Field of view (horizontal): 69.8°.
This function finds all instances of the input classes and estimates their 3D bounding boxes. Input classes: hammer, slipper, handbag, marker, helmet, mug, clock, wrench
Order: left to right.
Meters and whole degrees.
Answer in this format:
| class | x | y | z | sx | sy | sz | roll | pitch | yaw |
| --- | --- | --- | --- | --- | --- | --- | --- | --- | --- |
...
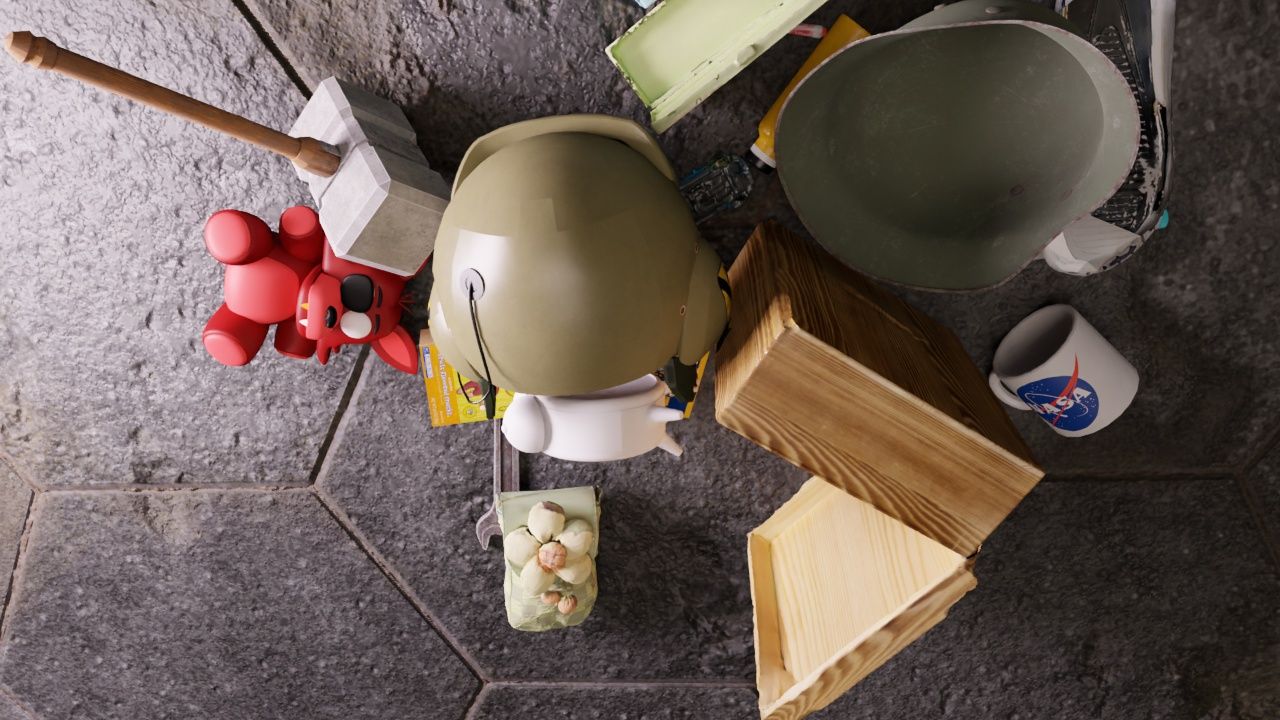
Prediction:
| class | x | y | z | sx | sy | sz | roll | pitch | yaw |
| --- | --- | --- | --- | --- | --- | --- | --- | --- | --- |
| hammer | -0.306 | -0.178 | 0.705 | 0.083 | 0.162 | 0.317 | -47 | 146 | 21 |
| wrench | -0.145 | 0.102 | 0.996 | 0.070 | 0.010 | 0.274 | 5 | 115 | 2 |
| handbag | -0.093 | 0.221 | 0.983 | 0.113 | 0.116 | 0.187 | -4 | 114 | -9 |
| helmet | -0.054 | -0.082 | 0.758 | 0.250 | 0.255 | 0.233 | -5 | 116 | 7 |
| clock | -0.042 | 0.055 | 0.855 | 0.161 | 0.125 | 0.073 | -1 | 104 | 1 |
| marker | 0.091 | -0.294 | 0.795 | 0.142 | 0.012 | 0.013 | 8 | 115 | 0 |
| helmet | 0.261 | -0.191 | 0.730 | 0.268 | 0.153 | 0.227 | -5 | 127 | 48 |
| mug | 0.392 | 0.014 | 0.877 | 0.090 | 0.090 | 0.122 | 39 | 146 | -13 |
| slipper | 0.393 | -0.206 | 0.786 | 0.111 | 0.063 | 0.264 | -2 | 102 | 6 |

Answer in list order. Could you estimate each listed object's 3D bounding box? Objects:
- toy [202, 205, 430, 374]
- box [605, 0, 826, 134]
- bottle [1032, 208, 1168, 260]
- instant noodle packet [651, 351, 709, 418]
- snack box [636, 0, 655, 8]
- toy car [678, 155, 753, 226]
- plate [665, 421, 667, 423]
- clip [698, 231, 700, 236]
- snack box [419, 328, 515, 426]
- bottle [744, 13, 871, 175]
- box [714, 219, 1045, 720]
| class | x | y | z | sx | sy | sz | roll | pitch | yaw |
| --- | --- | --- | --- | --- | --- | --- | --- | --- | --- |
| toy | -0.307 | -0.064 | 0.880 | 0.197 | 0.120 | 0.159 | 9 | 113 | -9 |
| box | 0.063 | -0.282 | 0.752 | 0.188 | 0.097 | 0.082 | -36 | 107 | 14 |
| bottle | 0.402 | -0.120 | 0.832 | 0.136 | 0.044 | 0.044 | -8 | 114 | 8 |
| instant noodle packet | -0.005 | 0.005 | 0.917 | 0.134 | 0.026 | 0.087 | 14 | 118 | -2 |
| snack box | 0.057 | -0.357 | 0.733 | 0.175 | 0.074 | 0.053 | -35 | 107 | 18 |
| toy car | 0.054 | -0.151 | 0.851 | 0.105 | 0.032 | 0.048 | -30 | 109 | 2 |
| plate | -0.024 | 0.026 | 0.950 | 0.134 | 0.011 | 0.135 | 2 | 115 | 4 |
| clip | 0.041 | -0.099 | 0.885 | 0.026 | 0.049 | 0.061 | 12 | 75 | 0 |
| snack box | -0.150 | 0.010 | 0.916 | 0.125 | 0.040 | 0.088 | -7 | 115 | -8 |
| bottle | 0.146 | -0.228 | 0.803 | 0.043 | 0.043 | 0.144 | 34 | 113 | -11 |
| box | 0.152 | 0.111 | 0.832 | 0.286 | 0.278 | 0.337 | 28 | 112 | -8 |
